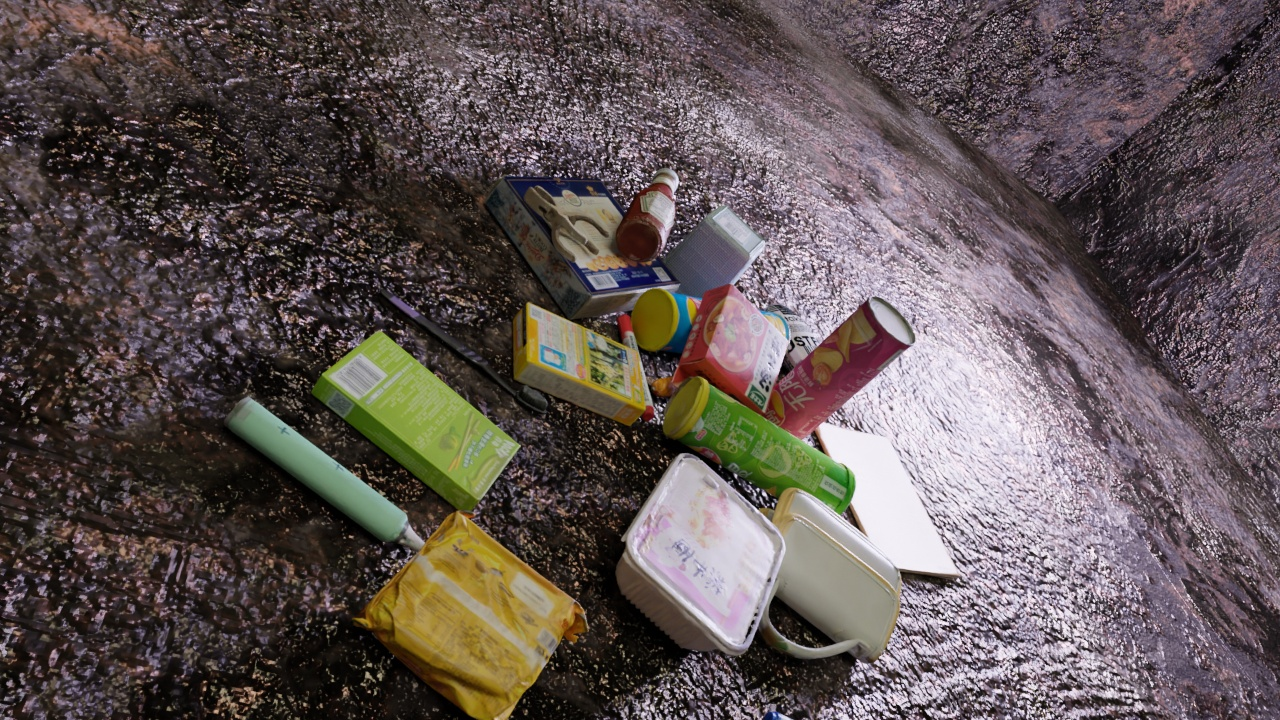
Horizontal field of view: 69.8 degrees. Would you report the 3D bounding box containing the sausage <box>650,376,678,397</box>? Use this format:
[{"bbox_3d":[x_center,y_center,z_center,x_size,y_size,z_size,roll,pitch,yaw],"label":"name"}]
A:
[{"bbox_3d":[0.064,0.024,1.043,0.164,0.022,0.021,-8,57,-52],"label":"sausage"}]

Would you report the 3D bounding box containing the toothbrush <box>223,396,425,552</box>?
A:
[{"bbox_3d":[-0.200,0.103,0.659,0.224,0.026,0.027,38,10,-6],"label":"toothbrush"}]

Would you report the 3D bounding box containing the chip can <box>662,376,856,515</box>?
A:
[{"bbox_3d":[0.130,0.099,0.979,0.221,0.073,0.072,31,34,-17],"label":"chip can"}]

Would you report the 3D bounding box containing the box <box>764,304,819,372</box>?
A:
[{"bbox_3d":[0.218,-0.011,1.219,0.164,0.060,0.071,58,19,24],"label":"box"}]

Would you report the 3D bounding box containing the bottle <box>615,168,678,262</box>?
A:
[{"bbox_3d":[0.015,-0.185,1.118,0.060,0.060,0.205,36,31,-11],"label":"bottle"}]

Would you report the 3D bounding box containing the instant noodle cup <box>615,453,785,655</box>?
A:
[{"bbox_3d":[0.047,0.176,0.811,0.138,0.060,0.173,42,33,-1],"label":"instant noodle cup"}]

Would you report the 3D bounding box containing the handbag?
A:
[{"bbox_3d":[0.177,0.226,0.898,0.163,0.063,0.178,38,36,-4],"label":"handbag"}]

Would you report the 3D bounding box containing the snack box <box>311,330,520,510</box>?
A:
[{"bbox_3d":[-0.179,0.049,0.746,0.156,0.026,0.085,39,32,-5],"label":"snack box"}]

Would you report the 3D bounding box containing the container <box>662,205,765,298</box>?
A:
[{"bbox_3d":[0.090,-0.128,1.166,0.090,0.112,0.089,43,32,1],"label":"container"}]

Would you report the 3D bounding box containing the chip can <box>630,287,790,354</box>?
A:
[{"bbox_3d":[0.088,-0.036,1.093,0.209,0.071,0.071,8,46,-43],"label":"chip can"}]

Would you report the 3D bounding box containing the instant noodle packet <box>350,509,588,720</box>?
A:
[{"bbox_3d":[-0.112,0.179,0.628,0.128,0.044,0.110,41,59,0],"label":"instant noodle packet"}]

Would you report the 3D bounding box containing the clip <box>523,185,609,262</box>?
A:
[{"bbox_3d":[-0.075,-0.150,1.002,0.094,0.035,0.102,1,43,-41],"label":"clip"}]

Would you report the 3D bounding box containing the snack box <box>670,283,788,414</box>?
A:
[{"bbox_3d":[0.102,0.001,1.017,0.113,0.044,0.126,41,57,-32],"label":"snack box"}]

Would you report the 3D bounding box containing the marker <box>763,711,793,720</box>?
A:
[{"bbox_3d":[0.166,0.334,0.793,0.145,0.017,0.016,30,34,-20],"label":"marker"}]

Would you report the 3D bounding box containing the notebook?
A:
[{"bbox_3d":[0.301,0.171,1.137,0.149,0.012,0.211,15,41,-35],"label":"notebook"}]

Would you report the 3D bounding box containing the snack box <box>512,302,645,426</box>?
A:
[{"bbox_3d":[-0.062,0.004,0.921,0.140,0.034,0.086,22,37,-27],"label":"snack box"}]

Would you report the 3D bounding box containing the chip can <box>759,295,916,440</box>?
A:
[{"bbox_3d":[0.205,0.022,1.020,0.071,0.211,0.071,28,34,-22],"label":"chip can"}]

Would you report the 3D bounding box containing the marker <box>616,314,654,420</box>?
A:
[{"bbox_3d":[-0.006,0.006,0.994,0.017,0.017,0.145,19,39,-33],"label":"marker"}]

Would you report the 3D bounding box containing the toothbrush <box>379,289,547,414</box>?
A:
[{"bbox_3d":[-0.161,-0.010,0.845,0.189,0.017,0.014,37,33,-6],"label":"toothbrush"}]

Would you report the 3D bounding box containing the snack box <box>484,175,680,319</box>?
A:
[{"bbox_3d":[-0.063,-0.136,1.071,0.177,0.046,0.182,-13,62,-53],"label":"snack box"}]
